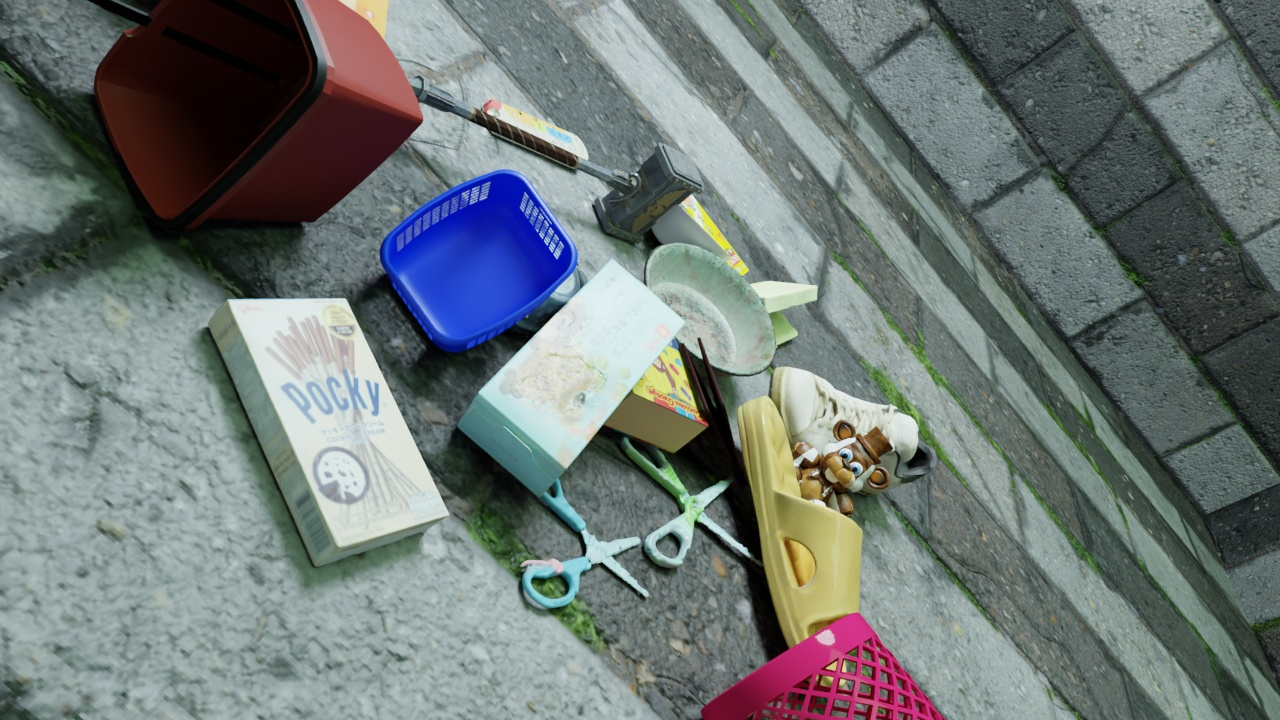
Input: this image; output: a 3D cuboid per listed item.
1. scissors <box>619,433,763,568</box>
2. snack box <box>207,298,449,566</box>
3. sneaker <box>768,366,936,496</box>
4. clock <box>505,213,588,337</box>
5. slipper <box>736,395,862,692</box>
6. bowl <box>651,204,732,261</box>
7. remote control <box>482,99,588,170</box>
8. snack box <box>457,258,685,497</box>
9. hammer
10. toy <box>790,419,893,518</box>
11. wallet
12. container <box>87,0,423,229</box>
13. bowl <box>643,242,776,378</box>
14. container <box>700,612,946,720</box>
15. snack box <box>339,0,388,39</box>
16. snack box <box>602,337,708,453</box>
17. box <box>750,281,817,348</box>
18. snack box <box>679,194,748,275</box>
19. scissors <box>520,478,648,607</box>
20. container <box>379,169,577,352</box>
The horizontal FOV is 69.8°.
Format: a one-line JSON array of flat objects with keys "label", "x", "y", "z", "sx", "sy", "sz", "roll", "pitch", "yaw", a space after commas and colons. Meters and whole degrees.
[{"label": "scissors", "x": 0.041, "y": 0.124, "z": 0.745, "sx": 0.171, "sy": 0.023, "sz": 0.168, "roll": 42, "pitch": 26, "yaw": -15}, {"label": "snack box", "x": -0.172, "y": 0.034, "z": 0.511, "sx": 0.081, "sy": 0.026, "sz": 0.150, "roll": -10, "pitch": 68, "yaw": -58}, {"label": "sneaker", "x": 0.227, "y": 0.076, "z": 0.952, "sx": 0.241, "sy": 0.103, "sz": 0.088, "roll": 33, "pitch": 57, "yaw": -39}, {"label": "clock", "x": -0.087, "y": -0.070, "z": 0.724, "sx": 0.090, "sy": 0.052, "sz": 0.129, "roll": 52, "pitch": 25, "yaw": -4}, {"label": "slipper", "x": 0.147, "y": 0.145, "z": 0.785, "sx": 0.099, "sy": 0.078, "sz": 0.263, "roll": 44, "pitch": 29, "yaw": -55}, {"label": "bowl", "x": 0.045, "y": -0.131, "z": 0.976, "sx": 0.110, "sy": 0.040, "sz": 0.110, "roll": 44, "pitch": 7, "yaw": -7}, {"label": "remote control", "x": -0.101, "y": -0.219, "z": 0.896, "sx": 0.125, "sy": 0.018, "sz": 0.038, "roll": 13, "pitch": 49, "yaw": -48}, {"label": "snack box", "x": -0.044, "y": 0.007, "z": 0.640, "sx": 0.075, "sy": 0.053, "sz": 0.174, "roll": 42, "pitch": 50, "yaw": -2}, {"label": "hammer", "x": -0.076, "y": -0.184, "z": 0.809, "sx": 0.321, "sy": 0.099, "sz": 0.044, "roll": 13, "pitch": 48, "yaw": -50}, {"label": "toy", "x": 0.190, "y": 0.106, "z": 0.885, "sx": 0.087, "sy": 0.113, "sz": 0.067, "roll": 55, "pitch": 7, "yaw": 11}, {"label": "wallet", "x": 0.066, "y": 0.045, "z": 0.805, "sx": 0.116, "sy": 0.018, "sz": 0.091, "roll": 67, "pitch": 5, "yaw": -46}, {"label": "container", "x": -0.234, "y": -0.155, "z": 0.498, "sx": 0.127, "sy": 0.148, "sz": 0.200, "roll": 60, "pitch": 20, "yaw": 12}, {"label": "bowl", "x": 0.059, "y": -0.042, "z": 0.894, "sx": 0.157, "sy": 0.039, "sz": 0.157, "roll": 23, "pitch": 45, "yaw": -25}, {"label": "container", "x": 0.150, "y": 0.290, "z": 0.576, "sx": 0.182, "sy": 0.184, "sz": 0.225, "roll": 2, "pitch": 50, "yaw": -55}, {"label": "snack box", "x": -0.266, "y": -0.298, "z": 0.672, "sx": 0.145, "sy": 0.081, "sz": 0.195, "roll": 30, "pitch": 37, "yaw": -37}, {"label": "snack box", "x": -0.005, "y": 0.004, "z": 0.760, "sx": 0.088, "sy": 0.040, "sz": 0.125, "roll": 26, "pitch": 34, "yaw": -41}, {"label": "box", "x": 0.136, "y": -0.059, "z": 1.039, "sx": 0.078, "sy": 0.089, "sz": 0.187, "roll": 30, "pitch": 23, "yaw": 21}, {"label": "snack box", "x": 0.065, "y": -0.150, "z": 1.052, "sx": 0.148, "sy": 0.029, "sz": 0.040, "roll": 53, "pitch": 29, "yaw": -2}, {"label": "scissors", "x": -0.045, "y": 0.118, "z": 0.627, "sx": 0.136, "sy": 0.015, "sz": 0.125, "roll": 5, "pitch": 55, "yaw": -61}, {"label": "container", "x": -0.111, "y": -0.064, "z": 0.626, "sx": 0.114, "sy": 0.058, "sz": 0.096, "roll": -35, "pitch": 89, "yaw": -18}]
